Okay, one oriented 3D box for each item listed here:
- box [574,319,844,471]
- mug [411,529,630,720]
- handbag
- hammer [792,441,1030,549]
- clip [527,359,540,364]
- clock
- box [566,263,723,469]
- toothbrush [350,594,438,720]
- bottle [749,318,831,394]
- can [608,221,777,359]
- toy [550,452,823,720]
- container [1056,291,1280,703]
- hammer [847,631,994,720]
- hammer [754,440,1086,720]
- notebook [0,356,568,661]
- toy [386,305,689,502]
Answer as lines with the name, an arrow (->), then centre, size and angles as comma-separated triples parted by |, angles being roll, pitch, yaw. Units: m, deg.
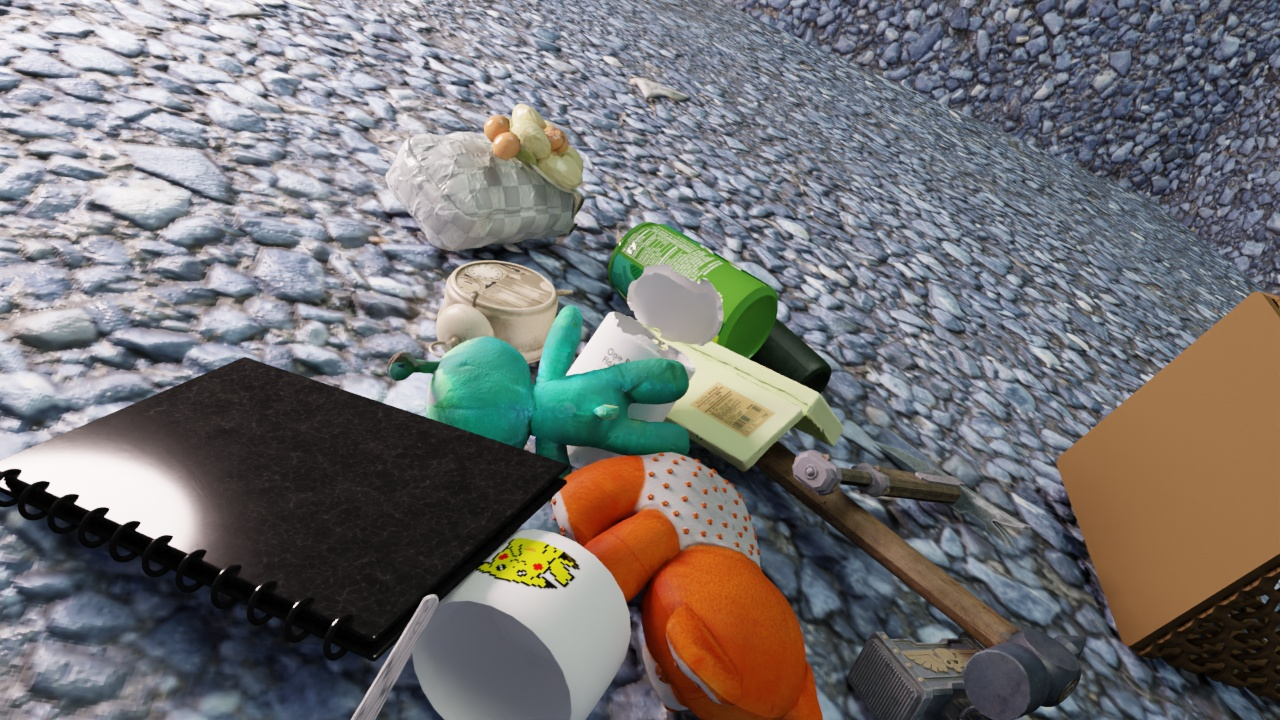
box -> 0.054, 0.016, 0.714 | 0.133, 0.061, 0.188 | -10, 29, -42
mug -> -0.067, 0.134, 0.454 | 0.116, 0.094, 0.067 | 13, 24, 19
handbag -> -0.129, -0.165, 0.819 | 0.112, 0.124, 0.171 | 53, 36, 11
hammer -> 0.191, 0.092, 0.701 | 0.147, 0.028, 0.316 | 36, 12, 34
clip -> -0.076, -0.009, 0.735 | 0.045, 0.014, 0.050 | 20, 28, -12
clock -> -0.114, -0.035, 0.689 | 0.093, 0.055, 0.140 | 22, 30, 13
box -> -0.002, 0.002, 0.643 | 0.081, 0.160, 0.091 | 37, 12, 11
toothbrush -> -0.107, 0.139, 0.319 | 0.010, 0.182, 0.010 | 15, 30, -32
bottle -> 0.103, -0.028, 0.871 | 0.055, 0.055, 0.174 | -7, 44, -45
can -> 0.046, -0.062, 0.829 | 0.144, 0.083, 0.082 | 36, 30, 30
toy -> 0.033, 0.136, 0.530 | 0.163, 0.093, 0.172 | 32, 21, -38
container -> 0.554, 0.126, 0.785 | 0.214, 0.252, 0.219 | 21, 40, -14
hammer -> 0.242, 0.269, 0.483 | 0.098, 0.044, 0.322 | 9, 24, -30
hammer -> 0.162, 0.123, 0.657 | 0.129, 0.040, 0.322 | 6, 24, -46
notebook -> -0.178, 0.060, 0.465 | 0.232, 0.019, 0.168 | 16, 26, 20
toy -> -0.064, 0.030, 0.574 | 0.193, 0.130, 0.072 | 1, 4, -5
